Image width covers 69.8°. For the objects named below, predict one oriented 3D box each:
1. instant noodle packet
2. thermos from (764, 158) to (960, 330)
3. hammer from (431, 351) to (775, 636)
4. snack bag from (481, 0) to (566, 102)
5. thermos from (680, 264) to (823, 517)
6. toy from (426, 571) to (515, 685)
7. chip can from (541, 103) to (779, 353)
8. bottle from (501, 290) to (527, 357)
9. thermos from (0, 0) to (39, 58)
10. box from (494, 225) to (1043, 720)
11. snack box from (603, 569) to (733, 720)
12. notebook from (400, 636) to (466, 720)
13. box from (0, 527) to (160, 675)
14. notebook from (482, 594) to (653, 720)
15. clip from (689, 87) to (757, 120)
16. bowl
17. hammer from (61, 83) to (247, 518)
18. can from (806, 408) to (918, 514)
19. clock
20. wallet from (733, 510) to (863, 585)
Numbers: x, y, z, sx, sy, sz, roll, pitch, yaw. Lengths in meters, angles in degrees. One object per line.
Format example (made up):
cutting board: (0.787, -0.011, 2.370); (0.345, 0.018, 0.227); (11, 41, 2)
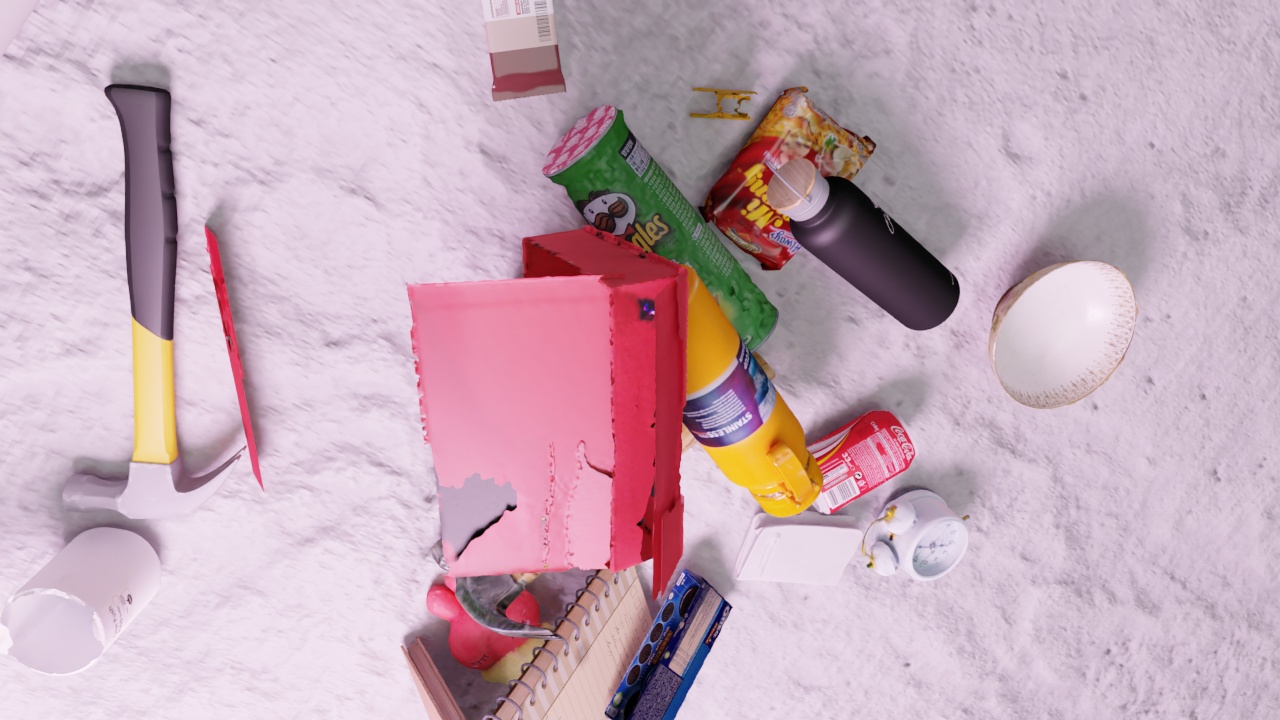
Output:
instant noodle packet: (0.118, -0.145, 0.743); (0.098, 0.039, 0.135); (32, 100, -32)
thermos: (0.174, -0.096, 0.734); (0.231, 0.061, 0.061); (28, 103, -39)
hammer: (-0.017, 0.107, 0.786); (0.330, 0.132, 0.033); (-40, 147, -6)
snack bag: (-0.090, -0.267, 0.646); (0.057, 0.013, 0.158); (-13, 115, -12)
thermos: (0.068, 0.038, 0.715); (0.076, 0.091, 0.233); (-25, 124, 19)
toy: (-0.135, 0.241, 0.832); (0.092, 0.045, 0.135); (-37, 106, 4)
chip can: (0.021, -0.091, 0.719); (0.075, 0.075, 0.223); (-41, 117, 4)
bottle: (-0.074, 0.024, 0.745); (0.067, 0.068, 0.157); (-7, 114, -13)
thermos: (-0.410, -0.212, 0.559); (0.052, 0.052, 0.224); (37, 99, -26)
box: (-0.004, 0.095, 0.462); (0.141, 0.510, 0.216); (-5, 114, -13)
snack box: (0.029, 0.278, 0.856); (0.150, 0.027, 0.082); (-57, 141, -19)
notebook: (-0.150, 0.371, 0.816); (0.022, 0.169, 0.211); (-24, 118, -23)
box: (-0.452, 0.187, 0.679); (0.143, 0.137, 0.083); (1, 107, -4)
notebook: (-0.050, 0.295, 0.806); (0.024, 0.224, 0.167); (1, 121, 31)
clip: (0.068, -0.199, 0.702); (0.054, 0.050, 0.044); (0, 78, -15)
bowl: (0.374, -0.032, 0.847); (0.145, 0.063, 0.145); (-6, 114, -14)
hammer: (-0.353, -0.031, 0.663); (0.127, 0.029, 0.324); (6, 109, -10)
can: (0.198, 0.092, 0.851); (0.105, 0.064, 0.064); (-30, 117, -2)
clock: (0.267, 0.173, 0.907); (0.117, 0.057, 0.083); (3, 112, -24)
wallet: (0.153, 0.183, 0.899); (0.116, 0.032, 0.086); (9, 120, -21)
